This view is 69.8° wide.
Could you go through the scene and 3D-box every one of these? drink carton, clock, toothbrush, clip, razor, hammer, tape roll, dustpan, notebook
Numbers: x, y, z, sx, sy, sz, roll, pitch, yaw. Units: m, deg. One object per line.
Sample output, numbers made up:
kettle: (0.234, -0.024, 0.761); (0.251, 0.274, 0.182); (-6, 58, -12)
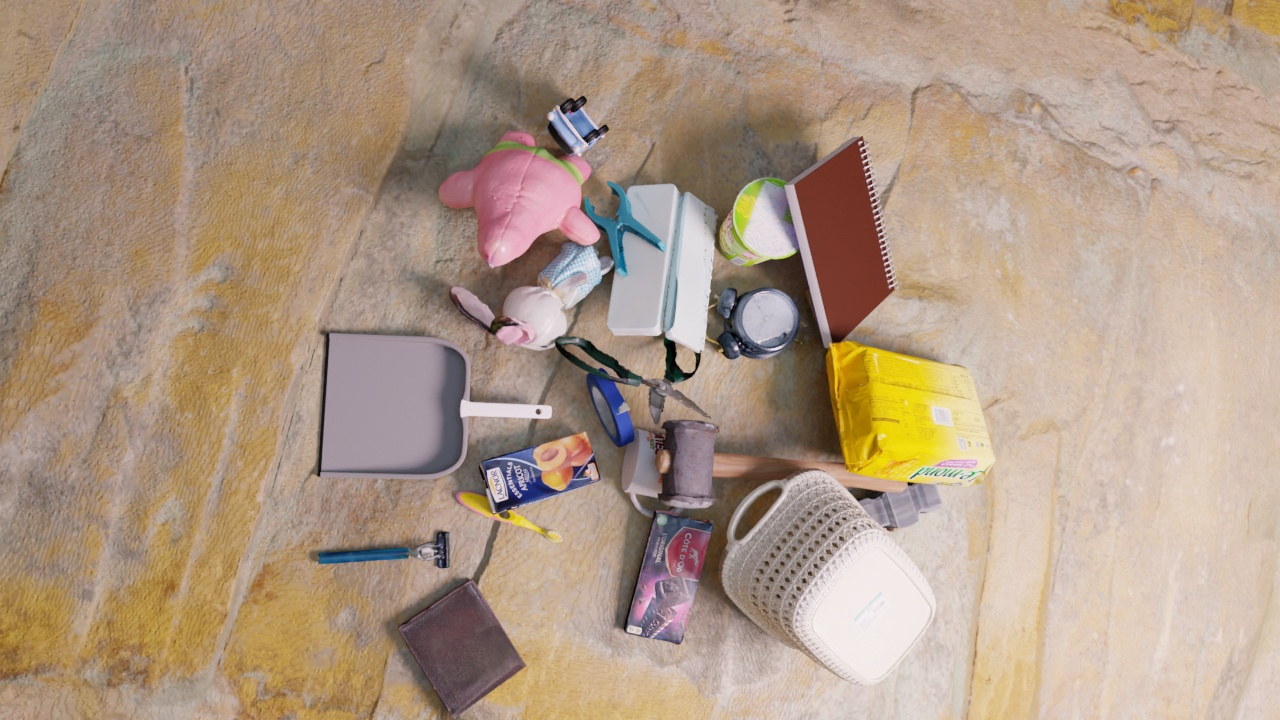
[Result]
drink carton: (-0.118, 0.130, 1.062); (0.130, 0.040, 0.064); (-15, 79, -18)
clock: (0.138, -0.047, 1.144); (0.129, 0.052, 0.090); (-3, 84, -9)
toothbrush: (-0.151, 0.182, 1.068); (0.135, 0.016, 0.021); (25, 72, -9)
clip: (-0.012, -0.170, 1.100); (0.113, 0.028, 0.127); (-40, 62, -3)
razor: (-0.287, 0.218, 1.031); (0.144, 0.022, 0.042); (-2, 83, -13)
hammer: (0.277, 0.059, 1.168); (0.117, 0.051, 0.322); (-16, 85, -17)
tape roll: (-0.036, 0.055, 1.071); (0.016, 0.093, 0.091); (-24, 53, -15)
dustpan: (-0.232, 0.055, 1.055); (0.257, 0.033, 0.163); (3, 83, -13)
hammer: (0.171, 0.128, 1.067); (0.328, 0.052, 0.098); (6, 83, -21)
notebook: (0.251, -0.148, 1.123); (0.171, 0.022, 0.209); (-38, 120, -37)

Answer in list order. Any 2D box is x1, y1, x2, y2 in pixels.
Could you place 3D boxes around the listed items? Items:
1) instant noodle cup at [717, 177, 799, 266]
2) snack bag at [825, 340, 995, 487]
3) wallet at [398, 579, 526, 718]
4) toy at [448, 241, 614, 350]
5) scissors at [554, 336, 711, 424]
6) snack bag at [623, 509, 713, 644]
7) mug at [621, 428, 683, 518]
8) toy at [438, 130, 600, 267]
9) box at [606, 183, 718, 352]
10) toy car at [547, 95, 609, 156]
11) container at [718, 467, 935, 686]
instant noodle cup: (0.143, -0.161, 1.127); (0.099, 0.108, 0.099); (2, 83, -13)
snack bag: (0.330, 0.065, 1.115); (0.247, 0.068, 0.159); (9, 64, -31)
wallet: (-0.201, 0.324, 1.037); (0.099, 0.031, 0.120); (-33, 89, -17)
toy: (-0.111, -0.072, 1.082); (0.204, 0.131, 0.106); (-37, 136, -33)
scissors: (-0.006, 0.006, 1.059); (0.204, 0.201, 0.015); (18, 120, -3)
snack bag: (0.033, 0.257, 1.089); (0.074, 0.018, 0.155); (14, 91, -13)
mug: (0.027, 0.140, 1.091); (0.089, 0.073, 0.105); (12, 107, -12)
toy: (-0.136, -0.177, 1.045); (0.192, 0.097, 0.236); (18, 41, -3)
box: (0.030, -0.114, 1.116); (0.125, 0.075, 0.197); (20, 67, -30)
toy car: (-0.078, -0.272, 1.075); (0.055, 0.153, 0.056); (-36, 101, 15)
container: (0.215, 0.249, 1.028); (0.184, 0.143, 0.246); (-49, 126, -5)
